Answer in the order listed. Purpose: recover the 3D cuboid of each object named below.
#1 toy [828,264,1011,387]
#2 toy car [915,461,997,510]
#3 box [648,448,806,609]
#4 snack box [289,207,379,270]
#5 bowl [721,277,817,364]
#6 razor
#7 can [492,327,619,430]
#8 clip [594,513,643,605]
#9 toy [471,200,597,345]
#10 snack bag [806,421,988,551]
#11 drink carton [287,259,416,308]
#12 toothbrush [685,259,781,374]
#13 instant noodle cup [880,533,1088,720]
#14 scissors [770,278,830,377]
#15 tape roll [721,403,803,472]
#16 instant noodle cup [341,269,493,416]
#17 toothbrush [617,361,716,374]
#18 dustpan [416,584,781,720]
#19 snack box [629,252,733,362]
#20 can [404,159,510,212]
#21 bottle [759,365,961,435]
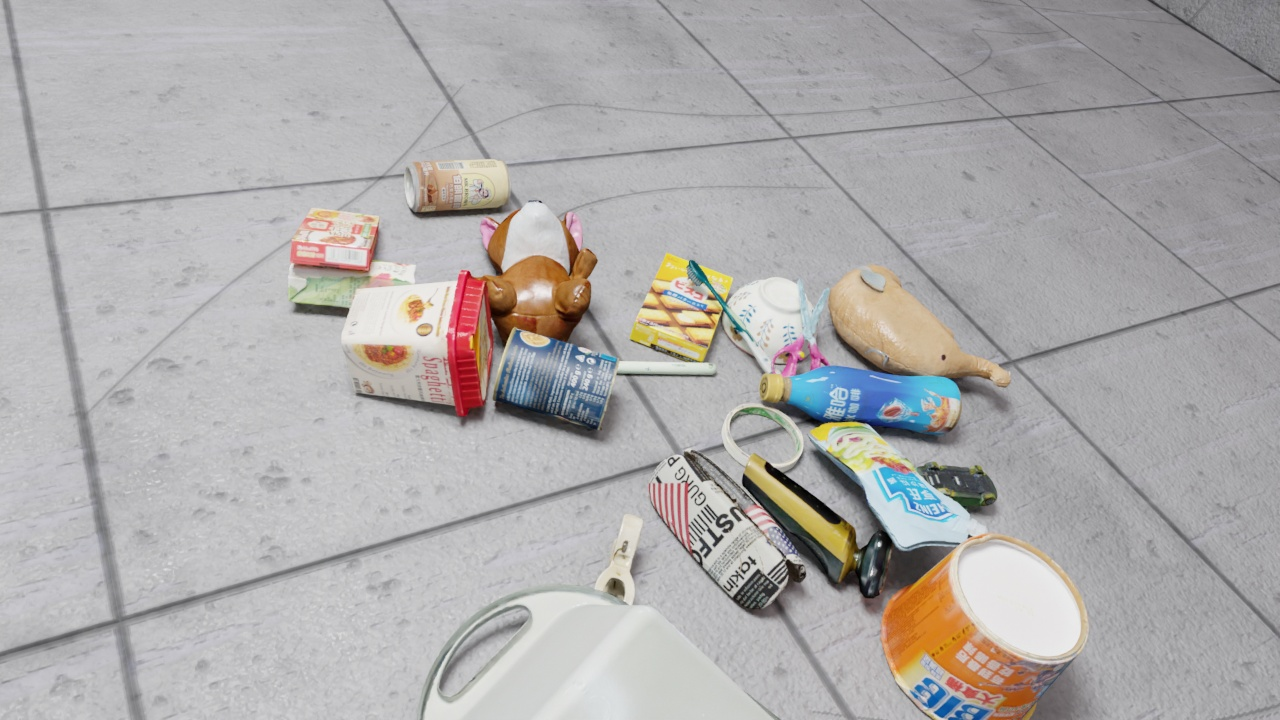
[{"bbox_3d":[0.320,-0.026,1.077,0.143,0.083,0.226,-28,62,-35],"label":"toy"},{"bbox_3d":[0.324,0.132,0.951,0.091,0.036,0.043,4,44,-12],"label":"toy car"},{"bbox_3d":[0.087,0.147,0.847,0.087,0.076,0.163,-2,39,-51],"label":"box"},{"bbox_3d":[-0.316,-0.128,0.960,0.075,0.025,0.153,6,19,-14],"label":"snack box"},{"bbox_3d":[0.157,-0.057,1.067,0.113,0.062,0.113,10,43,-10],"label":"bowl"},{"bbox_3d":[0.162,0.147,0.847,0.167,0.068,0.062,40,25,8],"label":"razor"},{"bbox_3d":[-0.081,0.019,0.900,0.111,0.075,0.075,16,44,-3],"label":"can"},{"bbox_3d":[-0.021,0.184,0.782,0.034,0.072,0.100,15,49,-2],"label":"clip"},{"bbox_3d":[-0.117,-0.106,0.989,0.140,0.131,0.199,4,35,-7],"label":"toy"},{"bbox_3d":[0.246,0.121,0.890,0.110,0.039,0.191,13,21,-27],"label":"snack bag"},{"bbox_3d":[-0.295,-0.079,0.945,0.122,0.046,0.053,5,26,-15],"label":"drink carton"},{"bbox_3d":[0.109,-0.035,1.029,0.016,0.018,0.191,-27,78,-47],"label":"toothbrush"},{"bbox_3d":[0.300,0.229,0.791,0.151,0.112,0.151,10,44,-10],"label":"instant noodle cup"},{"bbox_3d":[0.194,-0.023,1.030,0.113,0.017,0.134,36,68,-20],"label":"scissors"},{"bbox_3d":[0.127,0.080,0.953,0.085,0.014,0.085,9,44,-9],"label":"tape roll"},{"bbox_3d":[-0.210,-0.017,0.876,0.124,0.116,0.116,1,45,-1],"label":"instant noodle cup"},{"bbox_3d":[-0.006,0.006,0.979,0.189,0.020,0.029,3,44,-19],"label":"toothbrush"},{"bbox_3d":[-0.029,0.289,0.669,0.222,0.143,0.258,-42,97,-31],"label":"dustpan"},{"bbox_3d":[0.049,-0.061,1.056,0.087,0.034,0.140,22,42,2],"label":"snack box"},{"bbox_3d":[-0.218,-0.209,1.095,0.116,0.059,0.058,-8,50,-26],"label":"can"},{"bbox_3d":[0.236,0.039,0.994,0.218,0.065,0.065,7,45,-12],"label":"bottle"}]
